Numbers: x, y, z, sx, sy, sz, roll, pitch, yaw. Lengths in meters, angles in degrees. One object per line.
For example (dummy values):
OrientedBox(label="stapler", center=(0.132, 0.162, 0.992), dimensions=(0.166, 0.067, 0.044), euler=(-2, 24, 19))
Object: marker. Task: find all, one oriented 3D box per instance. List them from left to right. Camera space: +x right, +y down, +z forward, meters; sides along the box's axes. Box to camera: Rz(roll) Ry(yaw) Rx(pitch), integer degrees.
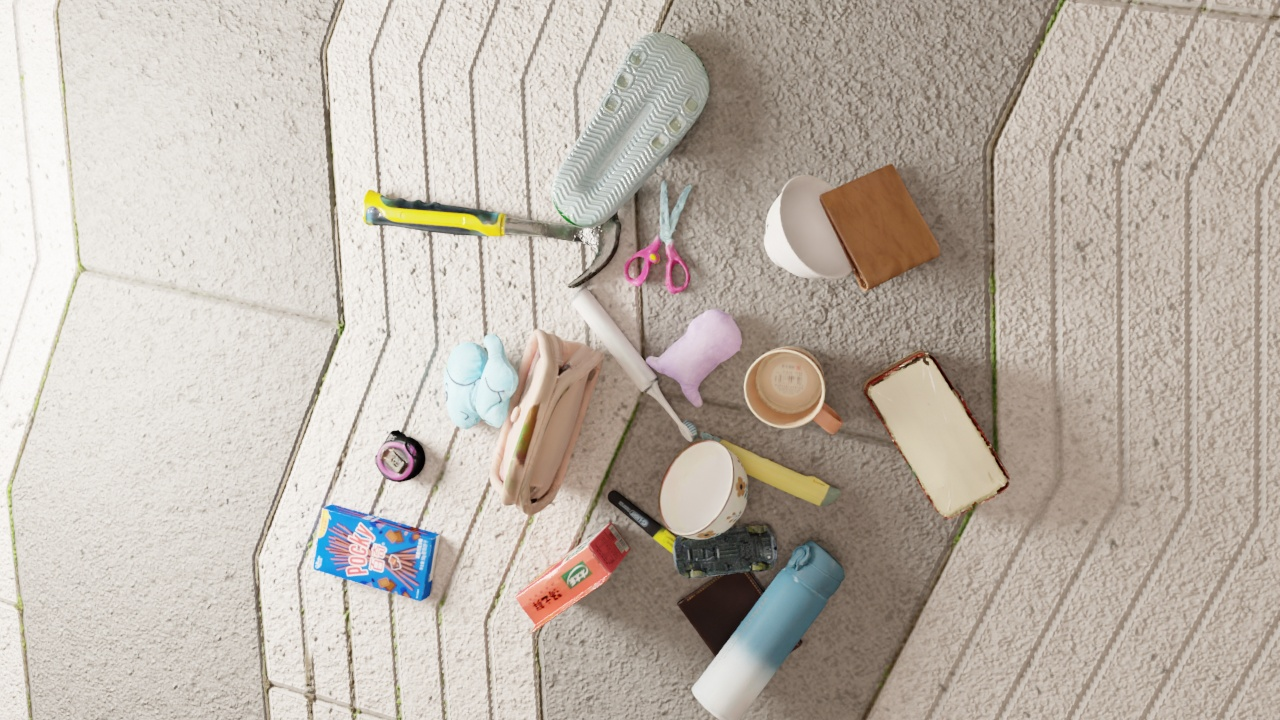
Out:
OrientedBox(label="marker", center=(0.011, 0.197, 1.094), dimensions=(0.124, 0.015, 0.018), euler=(38, 94, 7))

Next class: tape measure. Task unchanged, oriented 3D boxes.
OrientedBox(label="tape measure", center=(-0.300, 0.123, 1.145), dimensions=(0.058, 0.039, 0.057), euler=(36, 101, 7))

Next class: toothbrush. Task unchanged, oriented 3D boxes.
OrientedBox(label="toothbrush", center=(-0.006, 0.006, 1.076), dimensions=(0.221, 0.026, 0.027), euler=(51, 144, 4))

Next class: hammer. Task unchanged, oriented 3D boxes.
OrientedBox(label="hammer", center=(-0.182, -0.161, 1.099), dimensions=(0.323, 0.032, 0.126), euler=(8, 95, 12))

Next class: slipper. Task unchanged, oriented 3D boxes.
OrientedBox(label="slipper", center=(-0.011, -0.251, 1.029), dimensions=(0.104, 0.074, 0.245), euler=(34, 84, 0))

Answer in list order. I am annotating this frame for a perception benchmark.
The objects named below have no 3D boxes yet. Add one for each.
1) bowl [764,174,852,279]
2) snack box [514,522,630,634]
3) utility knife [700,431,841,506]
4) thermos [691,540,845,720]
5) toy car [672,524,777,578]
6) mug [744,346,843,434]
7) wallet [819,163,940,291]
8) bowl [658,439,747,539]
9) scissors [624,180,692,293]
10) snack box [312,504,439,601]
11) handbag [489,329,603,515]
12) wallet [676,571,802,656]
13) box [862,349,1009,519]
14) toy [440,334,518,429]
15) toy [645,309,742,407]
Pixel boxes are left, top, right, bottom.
OrientedBox(label="bowl", center=(0.174, -0.134, 0.997), dimensions=(0.065, 0.118, 0.118), euler=(-27, 88, 52))
OrientedBox(label="snack box", center=(-0.079, 0.249, 1.061), dimensions=(0.113, 0.127, 0.044), euler=(-37, 86, 12))
OrientedBox(label="utility knife", center=(0.145, 0.125, 1.057), dimensions=(0.173, 0.019, 0.031), euler=(24, 95, 9))
OrientedBox(label="thermos", center=(0.145, 0.303, 1.032), dimensions=(0.070, 0.070, 0.220), euler=(36, 91, 7))
OrientedBox(label="toy car", center=(0.098, 0.221, 1.062), dimensions=(0.120, 0.037, 0.054), euler=(-7, 74, 3))
OrientedBox(label="mug", center=(0.172, 0.035, 0.998), dimensions=(0.114, 0.105, 0.082), euler=(39, 101, 7))
OrientedBox(label="wallet", center=(0.256, -0.144, 0.986), dimensions=(0.101, 0.020, 0.115), euler=(-24, 86, -17))
OrientedBox(label="bowl", center=(0.081, 0.152, 1.041), dimensions=(0.062, 0.113, 0.113), euler=(28, 104, -35))
OrientedBox(label="scissors", center=(0.037, -0.140, 1.061), dimensions=(0.096, 0.017, 0.137), euler=(28, 96, 10))
OrientedBox(label="snack box", center=(-0.338, 0.244, 1.170), dimensions=(0.157, 0.026, 0.084), euler=(13, 98, 11))
OrientedBox(label="handbag", center=(-0.110, 0.077, 0.998), dimensions=(0.093, 0.234, 0.193), euler=(18, 99, -4))
OrientedBox(label="wallet", center=(0.116, 0.309, 1.079), dimensions=(0.096, 0.020, 0.122), euler=(-37, 85, 8))
OrientedBox(label="box", center=(0.314, 0.080, 0.984), dimensions=(0.091, 0.079, 0.168), euler=(-32, 87, 12))
OrientedBox(label="toy", center=(-0.195, 0.027, 1.080), dimensions=(0.156, 0.049, 0.162), euler=(48, 132, 41))
OrientedBox(label="toy", center=(0.070, -0.009, 1.051), dimensions=(0.084, 0.039, 0.108), euler=(44, 100, 6))
